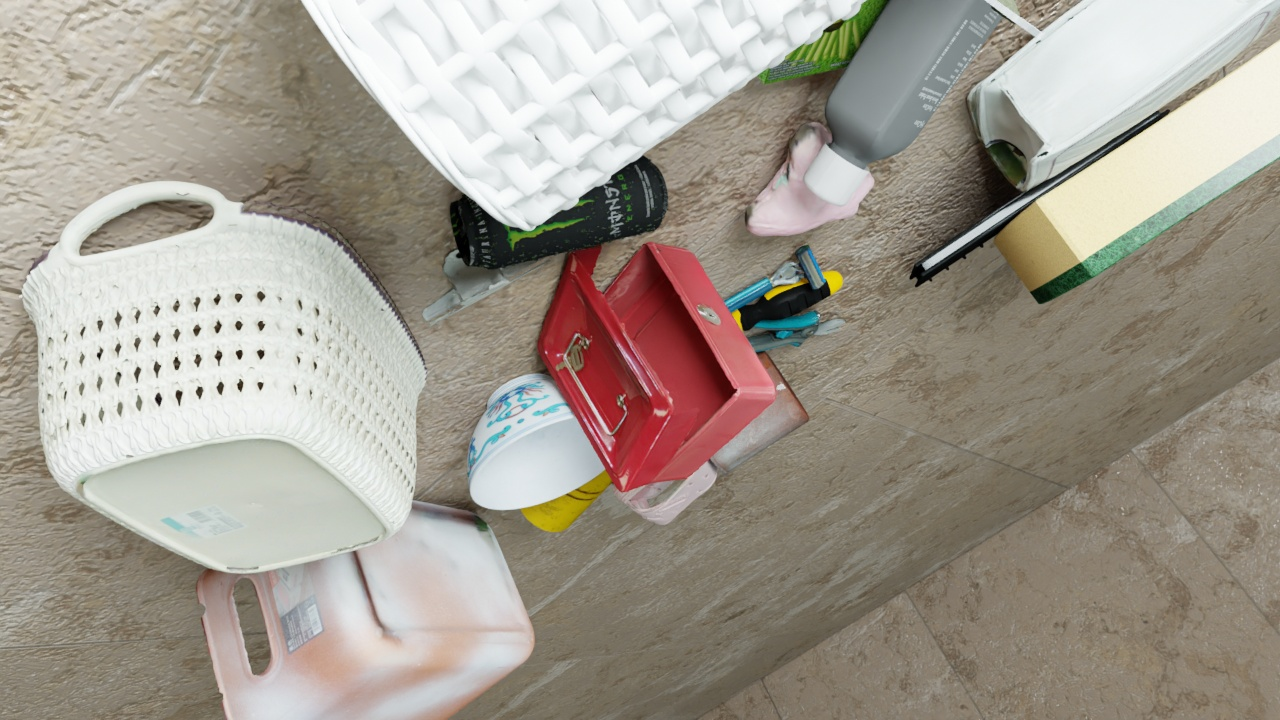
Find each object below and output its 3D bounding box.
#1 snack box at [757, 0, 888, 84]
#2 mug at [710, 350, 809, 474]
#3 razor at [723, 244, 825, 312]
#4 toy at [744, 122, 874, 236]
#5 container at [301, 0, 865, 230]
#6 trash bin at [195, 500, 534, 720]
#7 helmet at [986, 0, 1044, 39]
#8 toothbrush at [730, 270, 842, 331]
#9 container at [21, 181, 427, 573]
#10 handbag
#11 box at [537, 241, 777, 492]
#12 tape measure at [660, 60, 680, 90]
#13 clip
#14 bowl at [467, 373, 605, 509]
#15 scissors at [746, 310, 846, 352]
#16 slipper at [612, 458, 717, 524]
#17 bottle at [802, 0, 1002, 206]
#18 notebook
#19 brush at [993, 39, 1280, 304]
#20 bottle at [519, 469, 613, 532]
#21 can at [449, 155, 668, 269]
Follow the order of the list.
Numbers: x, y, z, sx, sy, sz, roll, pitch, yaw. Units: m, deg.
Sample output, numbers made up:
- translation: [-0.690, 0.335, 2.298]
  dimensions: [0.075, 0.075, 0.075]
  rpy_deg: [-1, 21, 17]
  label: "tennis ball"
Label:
- translation: [0.118, -0.237, 0.540]
  dimensions: [0.080, 0.025, 0.148]
  rpy_deg: [-17, 150, -19]
  label: "snack box"
- translation: [0.098, 0.041, 0.936]
  dimensions: [0.110, 0.096, 0.123]
  rpy_deg: [-36, 122, 4]
  label: "mug"
- translation: [0.094, -0.056, 0.828]
  dimensions: [0.144, 0.022, 0.042]
  rpy_deg: [-27, 115, 8]
  label: "razor"
- translation: [0.136, -0.132, 0.699]
  dimensions: [0.095, 0.052, 0.099]
  rpy_deg: [2, 136, -32]
  label: "toy"
- translation: [-0.019, -0.177, 0.349]
  dimensions: [0.187, 0.189, 0.189]
  rpy_deg: [-32, 152, 11]
  label: "container"
- translation: [-0.238, 0.234, 0.852]
  dimensions: [0.157, 0.181, 0.259]
  rpy_deg: [-38, 150, 14]
  label: "trash bin"
- translation: [0.172, -0.263, 0.321]
  dimensions: [0.223, 0.236, 0.193]
  rpy_deg: [-6, 160, -40]
  label: "helmet"
- translation: [0.096, -0.039, 0.849]
  dimensions: [0.196, 0.030, 0.031]
  rpy_deg: [-22, 127, -1]
  label: "toothbrush"
- translation: [-0.233, 0.028, 0.549]
  dimensions: [0.185, 0.143, 0.252]
  rpy_deg: [-12, 151, 0]
  label: "container"
- translation: [0.360, -0.226, 0.702]
  dimensions: [0.199, 0.096, 0.141]
  rpy_deg: [-36, 167, 14]
  label: "handbag"
- translation: [0.009, 0.003, 0.710]
  dimensions: [0.117, 0.157, 0.136]
  rpy_deg: [-12, 150, -36]
  label: "box"
- translation: [0.009, -0.176, 0.535]
  dimensions: [0.059, 0.036, 0.065]
  rpy_deg: [-33, 151, 7]
  label: "tape measure"
- translation: [-0.115, -0.058, 0.643]
  dimensions: [0.101, 0.040, 0.054]
  rpy_deg: [-29, 172, 1]
  label: "clip"
- translation: [-0.091, 0.060, 0.798]
  dimensions: [0.143, 0.074, 0.144]
  rpy_deg: [-21, 151, -12]
  label: "bowl"
- translation: [0.146, -0.032, 0.913]
  dimensions: [0.130, 0.019, 0.150]
  rpy_deg: [-30, 151, 6]
  label: "scissors"
- translation: [0.032, 0.126, 0.955]
  dimensions: [0.094, 0.064, 0.239]
  rpy_deg: [-44, 170, -1]
  label: "slipper"
- translation: [0.168, -0.182, 0.600]
  dimensions: [0.083, 0.046, 0.174]
  rpy_deg: [-16, 144, -57]
  label: "bottle"
- translation: [0.354, -0.144, 0.850]
  dimensions: [0.232, 0.019, 0.169]
  rpy_deg: [-35, 172, 13]
  label: "notebook"
- translation: [0.443, -0.152, 0.800]
  dimensions: [0.250, 0.075, 0.195]
  rpy_deg: [-34, 171, 9]
  label: "brush"
- translation: [-0.051, 0.096, 0.898]
  dimensions: [0.071, 0.071, 0.164]
  rpy_deg: [3, 140, -44]
  label: "bottle"
- translation: [-0.051, -0.097, 0.595]
  dimensions: [0.137, 0.054, 0.054]
  rpy_deg: [-16, 150, -20]
  label: "can"
